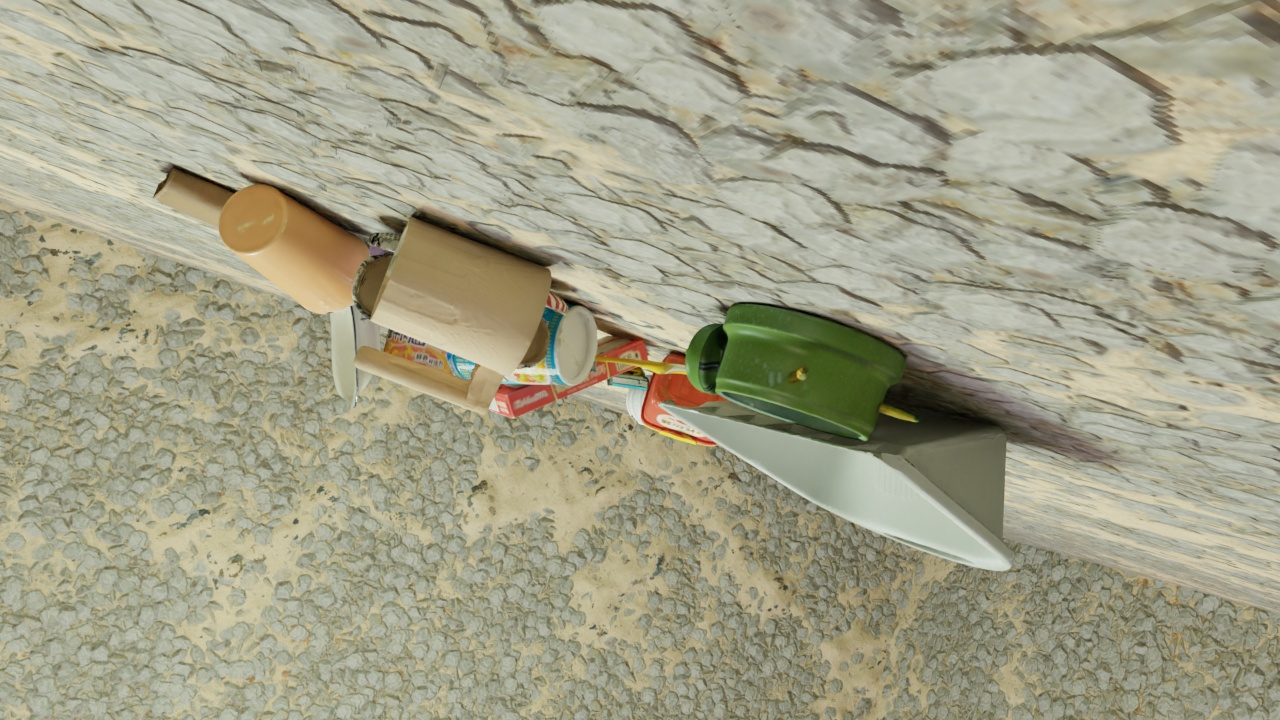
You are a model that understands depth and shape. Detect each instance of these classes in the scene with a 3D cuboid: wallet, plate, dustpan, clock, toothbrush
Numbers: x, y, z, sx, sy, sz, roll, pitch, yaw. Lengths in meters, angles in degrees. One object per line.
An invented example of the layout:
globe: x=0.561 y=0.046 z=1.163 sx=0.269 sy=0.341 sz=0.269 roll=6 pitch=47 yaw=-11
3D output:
wallet: x=-0.371 y=-0.135 z=0.826 sx=0.115 sy=0.033 sz=0.090 roll=23 pitch=170 yaw=-32
plate: x=-0.283 y=-0.040 z=0.901 sx=0.034 sy=0.164 sz=0.164 roll=-7 pitch=-172 yaw=-25
dustpan: x=0.177 y=0.110 z=0.736 sx=0.257 sy=0.142 sz=0.223 roll=-3 pitch=-171 yaw=-38
clock: x=0.096 y=0.008 z=0.597 sx=0.116 sy=0.056 sz=0.161 roll=22 pitch=174 yaw=-25
toothbrush: x=0.024 y=0.011 z=0.873 sx=0.191 sy=0.018 sz=0.016 roll=7 pitch=-176 yaw=-13

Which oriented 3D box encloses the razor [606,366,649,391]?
razor: x=-0.006 y=0.006 z=0.977 sx=0.043 sy=0.028 sz=0.132 roll=5 pitch=-170 yaw=6

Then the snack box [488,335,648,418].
snack box: x=-0.074 y=0.014 z=0.896 sx=0.152 sy=0.025 sz=0.075 roll=-23 pitch=-165 yaw=-26

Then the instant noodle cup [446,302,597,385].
instant noodle cup: x=-0.102 y=-0.018 z=0.823 sx=0.110 sy=0.099 sz=0.099 roll=7 pitch=170 yaw=26

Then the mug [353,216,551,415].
mug: x=-0.136 y=-0.029 z=0.654 sx=0.103 sy=0.125 sz=0.084 roll=22 pitch=-158 yaw=-19

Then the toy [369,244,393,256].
toy: x=-0.181 y=-0.064 z=0.774 sx=0.108 sy=0.083 sz=0.039 roll=11 pitch=138 yaw=-18

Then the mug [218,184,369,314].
mug: x=-0.284 y=-0.094 z=0.755 sx=0.078 sy=0.078 sz=0.123 roll=17 pitch=169 yaw=15

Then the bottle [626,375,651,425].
bottle: x=0.061 y=0.057 z=1.144 sx=0.068 sy=0.068 sz=0.197 roll=22 pitch=171 yaw=-34

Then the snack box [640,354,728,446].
snack box: x=0.051 y=0.036 z=0.934 sx=0.091 sy=0.082 sz=0.080 roll=17 pitch=161 yaw=3

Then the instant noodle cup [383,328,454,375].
instant noodle cup: x=-0.193 y=-0.025 z=0.924 sx=0.138 sy=0.109 sz=0.138 roll=19 pitch=175 yaw=1

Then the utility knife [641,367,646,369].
utility knife: x=-0.032 y=0.002 z=1.139 sx=0.034 sy=0.018 sz=0.192 roll=17 pitch=175 yaw=-38

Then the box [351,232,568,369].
box: x=-0.136 y=-0.057 z=0.718 sx=0.162 sy=0.076 sz=0.088 roll=20 pitch=141 yaw=-17
